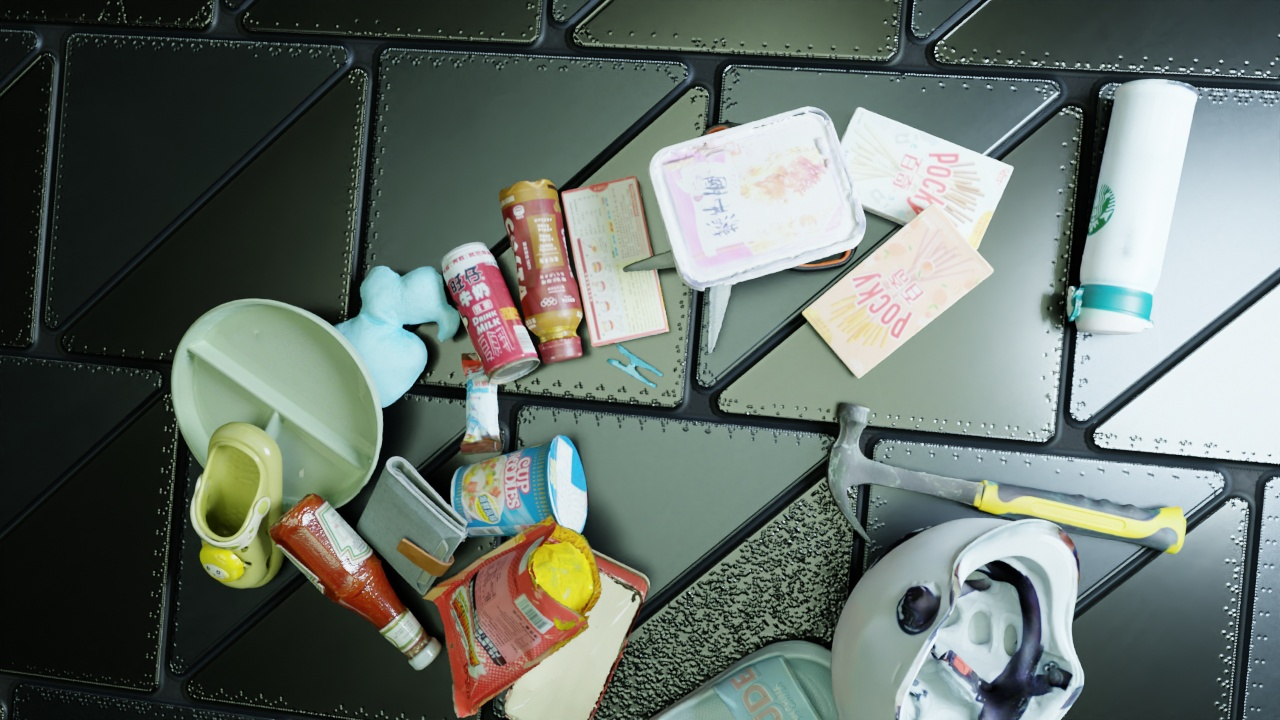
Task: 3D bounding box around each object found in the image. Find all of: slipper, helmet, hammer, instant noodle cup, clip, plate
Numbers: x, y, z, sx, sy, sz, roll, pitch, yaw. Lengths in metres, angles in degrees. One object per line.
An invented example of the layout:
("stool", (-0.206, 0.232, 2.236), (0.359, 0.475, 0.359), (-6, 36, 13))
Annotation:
("slipper", (0.094, 0.348, 0.866), (0.245, 0.074, 0.104), (-28, 86, 7))
("helmet", (0.260, 0.249, 0.798), (0.229, 0.146, 0.258), (26, 81, -33))
("hammer", (0.335, 0.132, 0.859), (0.323, 0.032, 0.126), (11, 91, 6))
("slipper", (-0.405, 0.152, 0.901), (0.092, 0.081, 0.191), (19, 115, 10))
("instant noodle cup", (0.104, -0.142, 0.844), (0.173, 0.060, 0.138), (-17, 82, 1))
("clip", (-0.006, 0.007, 0.908), (0.057, 0.014, 0.046), (30, 91, 7))
("instant noodle cup", (-0.119, 0.130, 0.886), (0.110, 0.099, 0.099), (-11, 89, 14))
("plate", (-0.359, 0.048, 0.914), (0.230, 0.027, 0.230), (4, 108, 11))

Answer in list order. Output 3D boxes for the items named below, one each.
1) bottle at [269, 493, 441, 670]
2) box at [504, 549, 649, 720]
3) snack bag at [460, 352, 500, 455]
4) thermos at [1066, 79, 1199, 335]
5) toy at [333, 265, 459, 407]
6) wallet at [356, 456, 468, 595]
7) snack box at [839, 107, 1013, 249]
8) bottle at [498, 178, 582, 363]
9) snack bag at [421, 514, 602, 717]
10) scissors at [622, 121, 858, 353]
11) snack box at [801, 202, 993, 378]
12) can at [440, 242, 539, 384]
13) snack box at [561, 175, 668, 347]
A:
("bottle", (-0.277, 0.223, 0.909), (0.060, 0.059, 0.206), (-39, 98, 5))
("box", (-0.064, 0.275, 0.883), (0.091, 0.077, 0.168), (24, 92, 6))
("snack bag", (-0.158, 0.042, 0.912), (0.048, 0.026, 0.104), (-6, 70, 17))
("thermos", (0.440, -0.133, 0.828), (0.073, 0.073, 0.224), (11, 92, 7))
("toy", (-0.260, -0.017, 0.920), (0.161, 0.049, 0.156), (2, 93, 5))
("wallet", (-0.224, 0.165, 0.887), (0.106, 0.036, 0.130), (44, 134, 7))
("snack box", (0.260, -0.171, 0.870), (0.157, 0.027, 0.085), (23, 93, 7))
("bottle", (-0.094, -0.085, 0.897), (0.057, 0.057, 0.175), (-13, 89, 7))
("snack bag", (-0.127, 0.237, 0.857), (0.208, 0.073, 0.128), (-41, 62, 33))
("scissors", (0.098, -0.117, 0.882), (0.221, 0.022, 0.230), (7, 84, 3))
("snack box", (0.238, -0.064, 0.858), (0.157, 0.026, 0.084), (-41, 88, 15))
("can", (-0.148, -0.047, 0.897), (0.053, 0.053, 0.132), (-27, 78, 6))
("snack box", (-0.025, -0.097, 0.904), (0.077, 0.027, 0.155), (-11, 89, 6))
